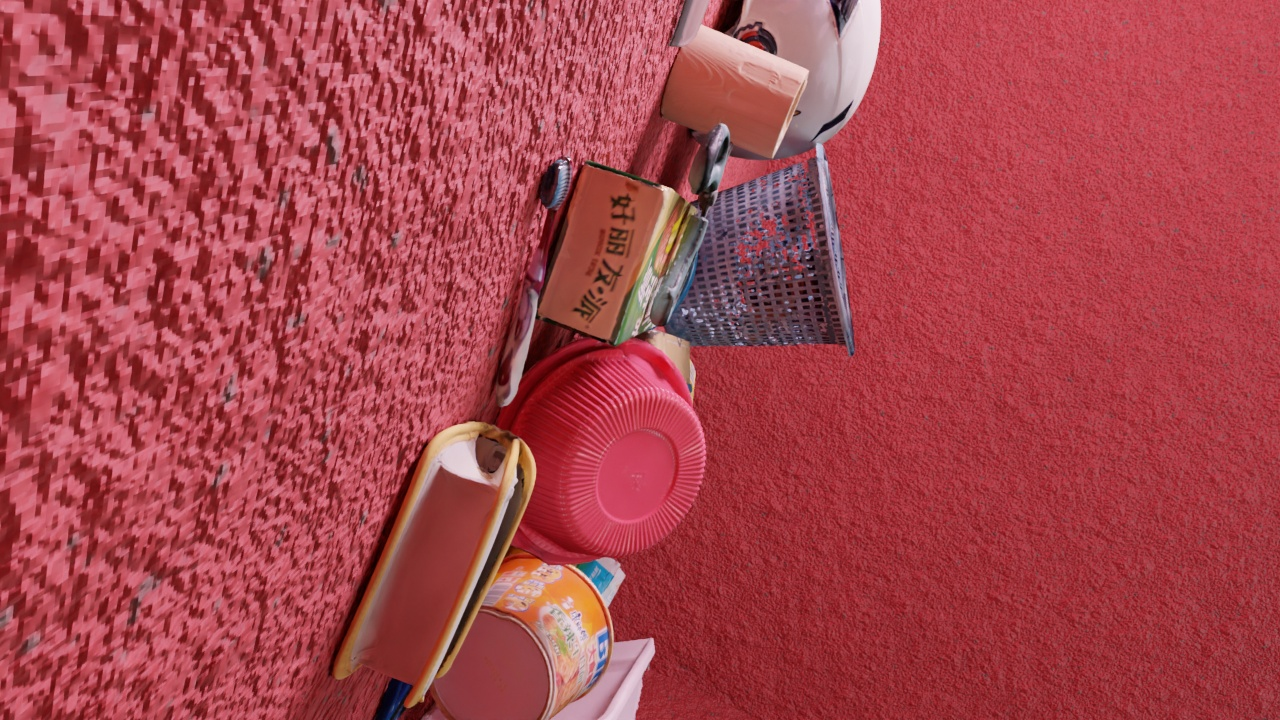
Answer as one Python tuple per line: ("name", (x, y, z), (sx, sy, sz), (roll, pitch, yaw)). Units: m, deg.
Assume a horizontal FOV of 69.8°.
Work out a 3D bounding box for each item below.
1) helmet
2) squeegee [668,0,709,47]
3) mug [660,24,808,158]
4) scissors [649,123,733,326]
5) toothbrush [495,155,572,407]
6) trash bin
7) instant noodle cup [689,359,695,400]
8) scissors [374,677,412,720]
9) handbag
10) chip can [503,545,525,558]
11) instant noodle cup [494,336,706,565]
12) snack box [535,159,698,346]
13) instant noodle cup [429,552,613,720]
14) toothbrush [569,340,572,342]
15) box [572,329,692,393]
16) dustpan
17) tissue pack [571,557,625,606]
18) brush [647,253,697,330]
("helmet", (0.170, -0.327, 0.961), (0.275, 0.157, 0.229), (108, 7, -46))
("squeegee", (0.108, -0.386, 0.741), (0.248, 0.040, 0.248), (-59, 170, -59))
("mug", (0.087, -0.240, 0.802), (0.124, 0.103, 0.084), (-59, 171, -51))
("scissors", (0.044, -0.116, 0.702), (0.180, 0.019, 0.170), (90, 23, -72))
("toothbrush", (-0.071, -0.042, 0.575), (0.017, 0.016, 0.188), (-45, 160, -54))
("trash bin", (0.118, -0.102, 0.993), (0.226, 0.195, 0.226), (-8, 89, -76))
("instant noodle cup", (0.004, 0.045, 1.118), (0.109, 0.138, 0.138), (-74, -178, -47))
("scissors", (-0.201, 0.283, 0.702), (0.157, 0.012, 0.165), (-67, 174, 21))
("handbag", (-0.118, 0.122, 0.604), (0.178, 0.063, 0.163), (-45, 159, -85))
("chip can", (-0.113, 0.220, 0.984), (0.072, 0.072, 0.212), (108, 7, -47))
("instant noodle cup", (-0.019, 0.080, 0.706), (0.066, 0.193, 0.194), (24, -89, 52))
("snack box", (-0.011, -0.082, 0.718), (0.240, 0.063, 0.114), (-35, 145, -81))
("instant noodle cup", (-0.112, 0.259, 0.817), (0.151, 0.151, 0.111), (-68, 166, 11))
("toothbrush", (-0.080, 0.051, 0.849), (0.029, 0.021, 0.190), (-58, 172, -42))
("box", (-0.005, 0.005, 0.885), (0.184, 0.090, 0.059), (3, 85, -74))
("dustpan", (-0.109, 0.337, 0.925), (0.272, 0.223, 0.139), (-87, 164, -61))
("tissue pack", (-0.087, 0.262, 1.048), (0.140, 0.063, 0.089), (-15, -147, 53))
("brush", (0.016, -0.087, 0.915), (0.055, 0.073, 0.144), (-68, 180, -77))
